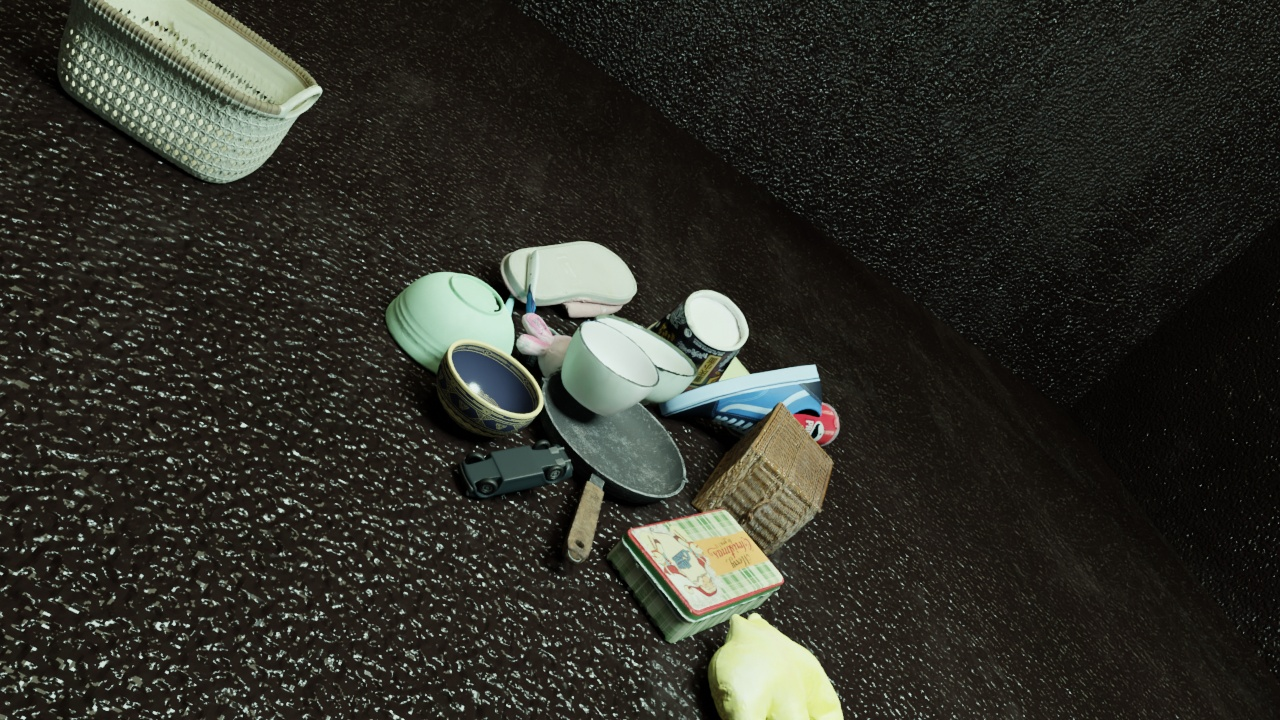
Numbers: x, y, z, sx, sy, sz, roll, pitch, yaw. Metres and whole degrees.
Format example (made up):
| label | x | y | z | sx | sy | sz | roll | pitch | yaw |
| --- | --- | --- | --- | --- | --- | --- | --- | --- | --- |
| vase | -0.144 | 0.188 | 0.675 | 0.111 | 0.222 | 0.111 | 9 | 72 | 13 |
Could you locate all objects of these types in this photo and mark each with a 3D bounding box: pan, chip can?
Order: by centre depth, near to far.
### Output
| label | x | y | z | sx | sy | sz | roll | pitch | yaw |
| --- | --- | --- | --- | --- | --- | --- | --- | --- | --- |
| pan | -0.047 | 0.121 | 1.000 | 0.207 | 0.040 | 0.356 | 36 | 23 | -7 |
| chip can | 0.221 | 0.092 | 1.422 | 0.232 | 0.073 | 0.073 | 10 | 36 | -49 |

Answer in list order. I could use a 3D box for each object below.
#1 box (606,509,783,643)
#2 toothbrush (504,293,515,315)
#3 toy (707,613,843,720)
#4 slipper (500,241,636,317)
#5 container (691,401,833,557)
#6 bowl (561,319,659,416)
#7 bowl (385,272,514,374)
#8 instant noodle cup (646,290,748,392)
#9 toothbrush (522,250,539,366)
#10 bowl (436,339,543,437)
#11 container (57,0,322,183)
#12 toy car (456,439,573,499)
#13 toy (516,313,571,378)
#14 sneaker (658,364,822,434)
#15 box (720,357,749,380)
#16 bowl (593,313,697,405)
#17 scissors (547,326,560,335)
| label | x | y | z | sx | sy | sz | roll | pitch | yaw |
| --- | --- | --- | --- | --- | --- | --- | --- | --- | --- |
| box | 0.063 | 0.220 | 0.969 | 0.205 | 0.050 | 0.117 | 6 | 40 | -55 |
| toothbrush | -0.172 | -0.076 | 1.210 | 0.016 | 0.017 | 0.180 | 34 | 24 | -16 |
| toy | 0.130 | 0.313 | 0.873 | 0.170 | 0.065 | 0.154 | 14 | 39 | -46 |
| slipper | -0.103 | -0.113 | 1.314 | 0.273 | 0.055 | 0.114 | -6 | 66 | -54 |
| container | 0.163 | 0.151 | 1.166 | 0.113 | 0.114 | 0.198 | 44 | 23 | 3 |
| bowl | -0.042 | 0.014 | 1.078 | 0.116 | 0.066 | 0.116 | 32 | 23 | -16 |
| bowl | -0.201 | -0.047 | 1.029 | 0.151 | 0.077 | 0.150 | 31 | 24 | -16 |
| instant noodle cup | 0.085 | -0.031 | 1.334 | 0.137 | 0.113 | 0.137 | 16 | 51 | -21 |
| toothbrush | -0.138 | -0.071 | 1.178 | 0.017 | 0.016 | 0.188 | 36 | 40 | -40 |
| bowl | -0.163 | 0.038 | 0.943 | 0.112 | 0.061 | 0.112 | 32 | 23 | -16 |
| container | -0.489 | -0.309 | 0.991 | 0.246 | 0.143 | 0.184 | 35 | 22 | -11 |
| toy car | -0.121 | 0.107 | 0.890 | 0.112 | 0.034 | 0.046 | -8 | 45 | -28 |
| toy | -0.106 | -0.011 | 1.123 | 0.110 | 0.047 | 0.063 | 38 | 47 | -32 |
| sneaker | 0.148 | 0.072 | 1.268 | 0.241 | 0.083 | 0.098 | -9 | 83 | -19 |
| box | 0.139 | 0.003 | 1.513 | 0.141 | 0.044 | 0.187 | 14 | 33 | -50 |
| bowl | -0.007 | 0.007 | 1.211 | 0.153 | 0.073 | 0.153 | 26 | 17 | -9 |
| scissors | -0.081 | -0.021 | 1.247 | 0.170 | 0.014 | 0.095 | 8 | 35 | -46 |
